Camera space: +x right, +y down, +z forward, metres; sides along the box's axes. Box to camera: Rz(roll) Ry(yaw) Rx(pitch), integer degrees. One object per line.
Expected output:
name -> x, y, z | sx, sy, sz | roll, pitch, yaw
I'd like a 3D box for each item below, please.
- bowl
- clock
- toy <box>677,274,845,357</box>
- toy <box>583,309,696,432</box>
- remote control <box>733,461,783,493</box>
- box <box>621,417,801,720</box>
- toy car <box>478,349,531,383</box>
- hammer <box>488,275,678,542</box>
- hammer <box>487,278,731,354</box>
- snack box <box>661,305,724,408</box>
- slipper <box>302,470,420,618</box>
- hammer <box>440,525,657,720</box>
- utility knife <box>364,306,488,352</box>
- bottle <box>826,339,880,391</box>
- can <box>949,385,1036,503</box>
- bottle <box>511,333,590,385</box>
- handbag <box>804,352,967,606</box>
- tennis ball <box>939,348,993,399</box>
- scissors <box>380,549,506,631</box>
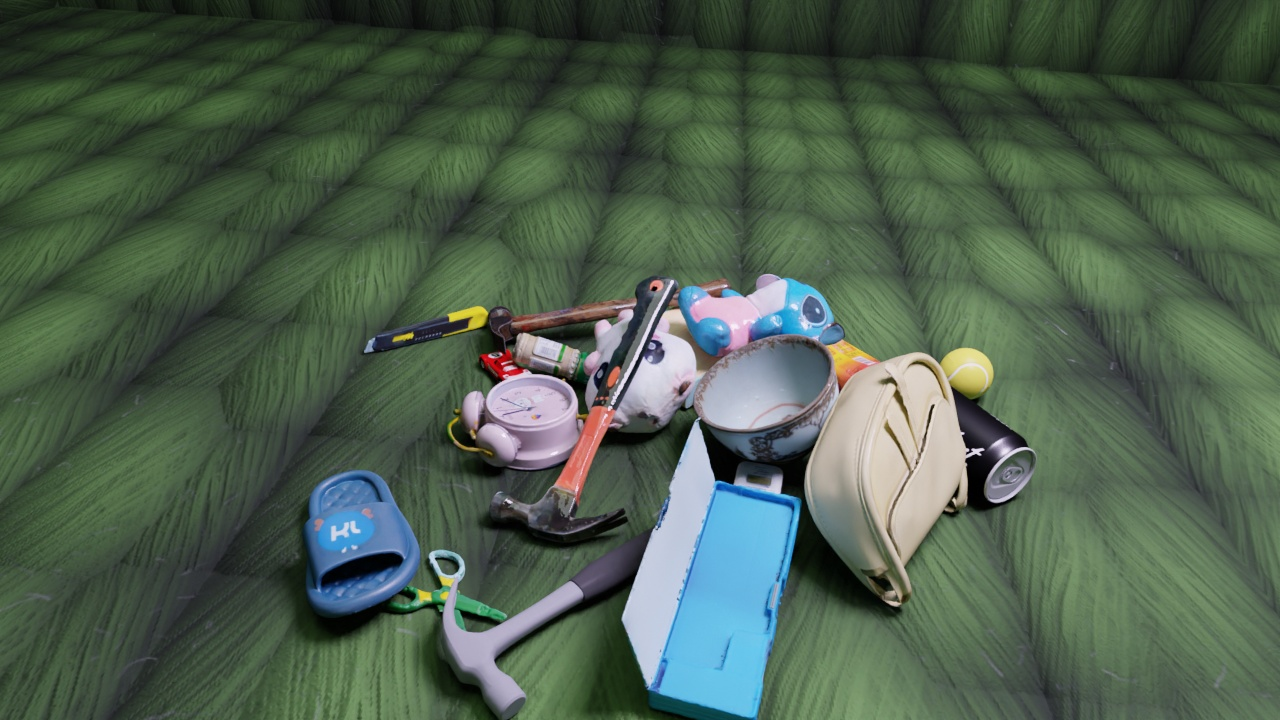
bowl -> 0.149, 0.056, 1.008 | 0.160, 0.094, 0.159 | -19, 32, 12
clock -> -0.139, 0.070, 1.030 | 0.157, 0.059, 0.117 | -14, 35, -24
toy -> 0.151, -0.047, 1.131 | 0.191, 0.099, 0.224 | -2, 21, -11
toy -> -0.006, 0.006, 1.084 | 0.139, 0.101, 0.179 | -29, 49, 5
remote control -> 0.117, 0.153, 0.950 | 0.050, 0.022, 0.133 | 8, 32, 10
box -> 0.070, 0.176, 0.799 | 0.114, 0.114, 0.242 | 11, 40, 13
toy car -> -0.171, 0.009, 1.157 | 0.038, 0.025, 0.089 | -16, 37, -28
hammer -> -0.034, 0.040, 0.982 | 0.133, 0.033, 0.332 | 13, 60, 18
hammer -> -0.037, -0.066, 1.228 | 0.330, 0.033, 0.120 | -11, 24, -8
snack box -> 0.069, -0.018, 1.202 | 0.141, 0.044, 0.193 | 28, 39, 34
slipper -> -0.268, 0.160, 0.868 | 0.103, 0.059, 0.213 | -13, 30, -16
hammer -> -0.045, 0.200, 0.846 | 0.309, 0.030, 0.125 | -24, 50, -39
utility knife -> -0.285, -0.040, 1.227 | 0.173, 0.029, 0.020 | -18, 31, -27
bottle -> 0.251, 0.001, 1.182 | 0.071, 0.048, 0.134 | -18, 37, -31
can -> 0.358, 0.087, 1.020 | 0.080, 0.080, 0.146 | -13, 35, -24
bottle -> -0.104, -0.001, 1.142 | 0.110, 0.043, 0.042 | 18, 32, -3
handbag -> 0.254, 0.105, 0.906 | 0.089, 0.191, 0.232 | -29, 6, 46
tennis ball -> 0.408, 0.017, 1.152 | 0.065, 0.065, 0.065 | 2, 32, -1
scissors -> -0.172, 0.213, 0.841 | 0.131, 0.012, 0.112 | 12, 33, 16
